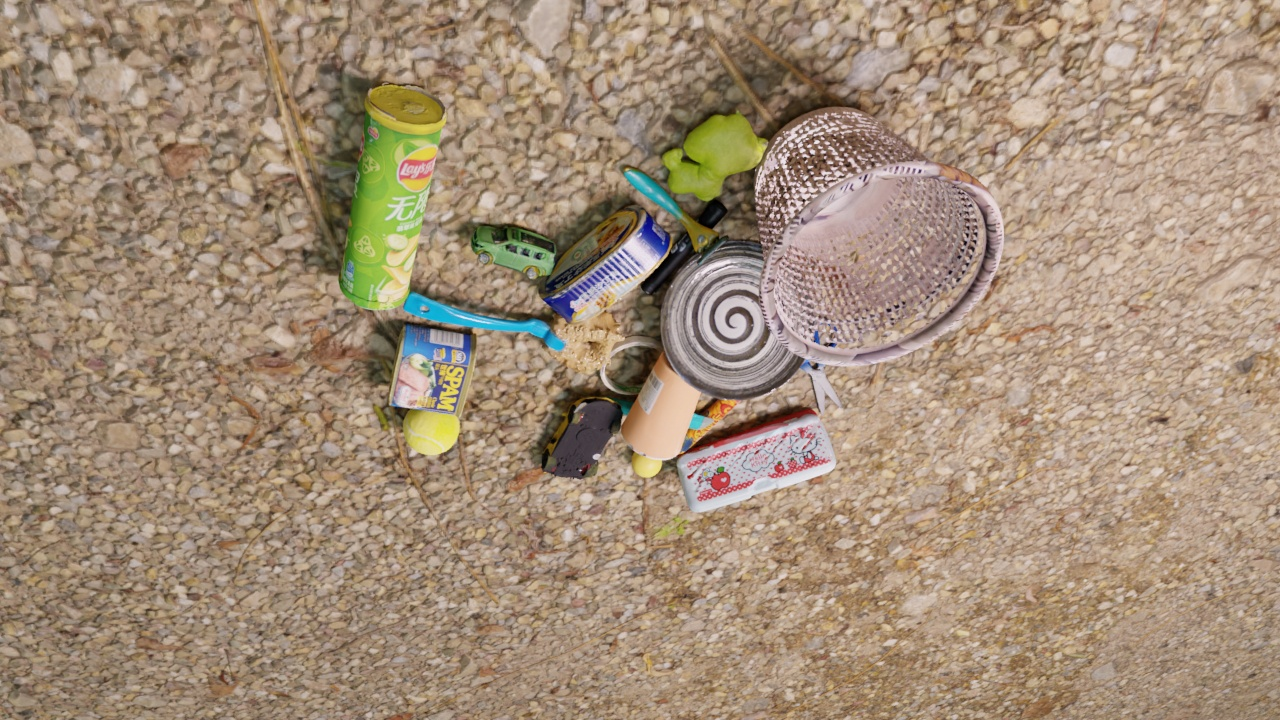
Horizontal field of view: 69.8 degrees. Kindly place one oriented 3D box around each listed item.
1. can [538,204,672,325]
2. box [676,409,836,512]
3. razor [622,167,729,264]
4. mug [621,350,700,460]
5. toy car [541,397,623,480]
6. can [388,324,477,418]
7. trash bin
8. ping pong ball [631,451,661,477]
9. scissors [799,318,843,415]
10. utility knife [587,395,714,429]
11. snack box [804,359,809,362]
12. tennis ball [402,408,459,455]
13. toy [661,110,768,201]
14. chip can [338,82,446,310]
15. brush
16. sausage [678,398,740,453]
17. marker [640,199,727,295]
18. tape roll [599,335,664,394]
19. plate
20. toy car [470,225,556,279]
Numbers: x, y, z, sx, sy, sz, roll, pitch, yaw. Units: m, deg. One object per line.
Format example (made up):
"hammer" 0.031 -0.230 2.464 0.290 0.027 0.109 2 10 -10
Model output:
"can" -0.039 -0.100 0.964 0.148 0.074 0.049 -35 126 19
"box" 0.153 0.141 1.207 0.201 0.098 0.095 -19 132 6
"razor" 0.032 -0.156 0.951 0.132 0.028 0.043 39 119 -19
"mug" 0.031 0.048 1.085 0.078 0.078 0.123 8 128 -19
"toy car" -0.073 0.097 1.156 0.071 0.041 0.156 13 131 -22
"can" -0.235 0.012 1.034 0.083 0.057 0.102 10 129 -17
"trash bin" 0.204 -0.139 0.897 0.227 0.191 0.228 -6 133 -7
"ping pong ball" 0.008 0.134 1.208 0.040 0.040 0.040 -6 133 -7
"scissors" 0.230 0.008 1.159 0.170 0.012 0.142 24 125 -28
"utility knife" 0.012 0.064 1.157 0.164 0.013 0.029 12 134 -12
"snack box" 0.123 -0.028 1.087 0.157 0.026 0.085 -6 132 1
"tennis ball" -0.247 0.079 1.086 0.065 0.065 0.066 -6 133 -7
"toy" 0.072 -0.205 0.919 0.096 0.031 0.100 13 127 -11
"chip can" -0.241 -0.148 0.877 0.072 0.072 0.222 8 130 -19
"brush" -0.134 -0.037 1.012 0.254 0.045 0.083 12 132 -29
"sausage" 0.094 0.070 1.181 0.021 0.021 0.165 26 122 -31
"marker" 0.047 -0.121 0.999 0.022 0.020 0.132 13 130 -42
"tape roll" -0.007 0.006 1.107 0.085 0.013 0.086 -6 132 -7
"plate" 0.108 -0.045 1.031 0.179 0.024 0.179 -1 98 -8
"toy car" -0.131 -0.116 0.950 0.091 0.043 0.036 11 131 -23
